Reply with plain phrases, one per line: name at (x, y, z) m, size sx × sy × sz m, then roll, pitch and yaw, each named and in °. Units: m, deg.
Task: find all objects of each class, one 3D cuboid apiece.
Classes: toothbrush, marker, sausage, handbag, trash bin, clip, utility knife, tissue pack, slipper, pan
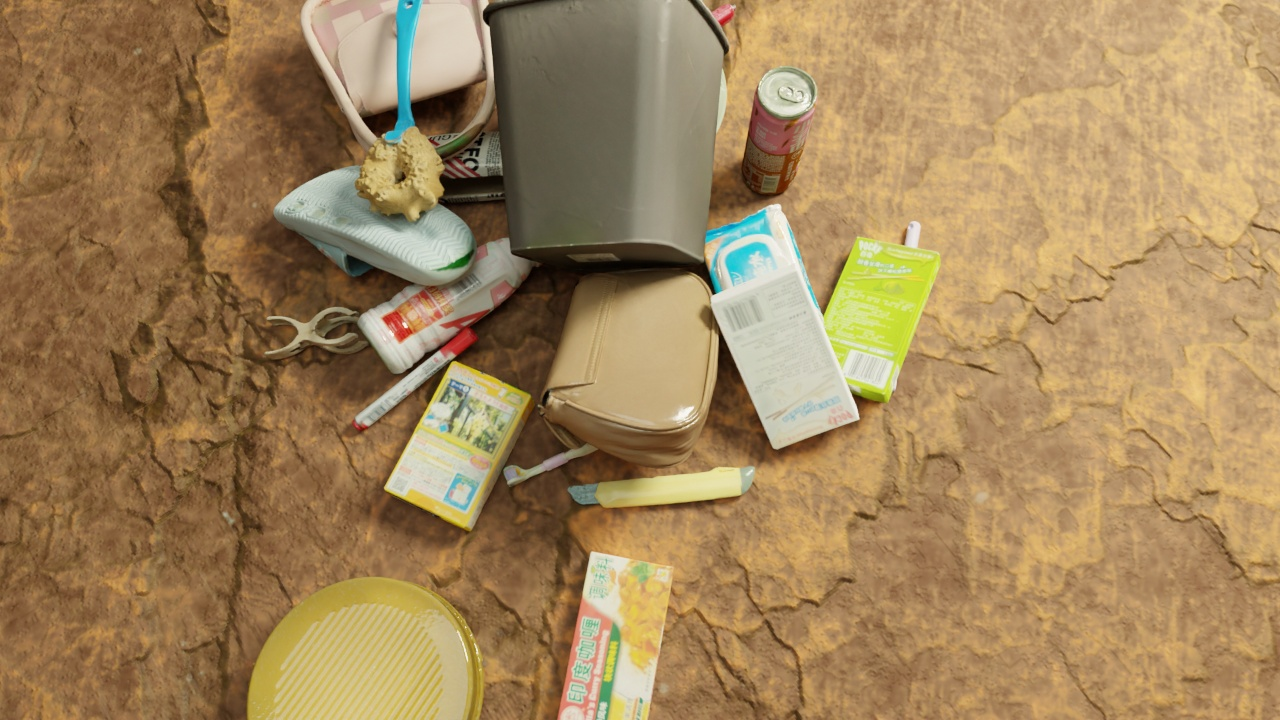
toothbrush at (-0.040, 0.075, 0.873) m, size 0.189 × 0.029 × 0.020 m, roll -23°, pitch 115°, yaw -7°
toothbrush at (0.256, -0.055, 0.909) m, size 0.029 × 0.021 × 0.189 m, roll -3°, pitch 64°, yaw 43°
marker at (-0.217, 0.018, 0.883) m, size 0.145 × 0.017 × 0.017 m, roll -38°, pitch 75°, yaw 2°
sausage at (0.041, -0.335, 0.973) m, size 0.155 × 0.020 × 0.020 m, roll -36°, pitch 75°, yaw -10°
handbag at (-0.005, 0.005, 0.835) m, size 0.148 × 0.100 × 0.204 m, roll 11°, pitch 45°, yaw 2°
trash bin at (-0.029, -0.201, 0.844) m, size 0.199 × 0.198 × 0.219 m, roll 0°, pitch 88°, yaw 20°
clip at (-0.320, -0.036, 0.909) m, size 0.104 × 0.034 × 0.076 m, roll 4°, pitch 74°, yaw 11°
utility knife at (0.020, 0.119, 0.858) m, size 0.176 × 0.019 × 0.031 m, roll -3°, pitch 68°, yaw -4°
tissue pack at (0.115, -0.075, 0.884) m, size 0.090 × 0.063 × 0.140 m, roll -21°, pitch 73°, yaw 14°
handbag at (-0.232, -0.295, 0.945) m, size 0.193 × 0.093 × 0.234 m, roll -19°, pitch 67°, yaw -3°
slipper at (-0.255, -0.125, 0.905) m, size 0.245 × 0.074 × 0.103 m, roll 25°, pitch 55°, yaw 29°
pan at (-0.280, 0.352, 0.778) m, size 0.198 × 0.078 × 0.356 m, roll 31°, pitch 69°, yaw 13°

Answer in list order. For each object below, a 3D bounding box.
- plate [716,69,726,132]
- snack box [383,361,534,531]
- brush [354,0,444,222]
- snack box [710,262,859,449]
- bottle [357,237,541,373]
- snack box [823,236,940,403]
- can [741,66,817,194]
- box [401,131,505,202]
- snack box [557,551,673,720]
plate at (-0.021, -0.293, 0.986) m, size 0.230 × 0.027 × 0.230 m, roll 0°, pitch 71°, yaw 1°
snack box at (-0.169, 0.080, 0.868) m, size 0.087 × 0.034 × 0.140 m, roll 23°, pitch 76°, yaw 8°
brush at (-0.226, -0.249, 0.877) m, size 0.083 × 0.046 × 0.254 m, roll -5°, pitch 72°, yaw 12°
snack box at (0.132, -0.002, 0.838) m, size 0.085 × 0.026 × 0.157 m, roll -21°, pitch 107°, yaw 14°
bottle at (-0.177, -0.066, 0.899) m, size 0.196 × 0.068 × 0.068 m, roll -36°, pitch 75°, yaw -14°
snack box at (0.223, -0.042, 0.887) m, size 0.086 × 0.026 × 0.156 m, roll 17°, pitch 73°, yaw 27°
can at (0.133, -0.220, 0.896) m, size 0.058 × 0.147 × 0.057 m, roll 0°, pitch 72°, yaw 1°
box at (-0.172, -0.198, 0.955) m, size 0.164 × 0.076 × 0.075 m, roll -5°, pitch 53°, yaw 5°
snack box at (-0.021, 0.254, 0.811) m, size 0.077 × 0.027 × 0.155 m, roll 9°, pitch 73°, yaw 5°
